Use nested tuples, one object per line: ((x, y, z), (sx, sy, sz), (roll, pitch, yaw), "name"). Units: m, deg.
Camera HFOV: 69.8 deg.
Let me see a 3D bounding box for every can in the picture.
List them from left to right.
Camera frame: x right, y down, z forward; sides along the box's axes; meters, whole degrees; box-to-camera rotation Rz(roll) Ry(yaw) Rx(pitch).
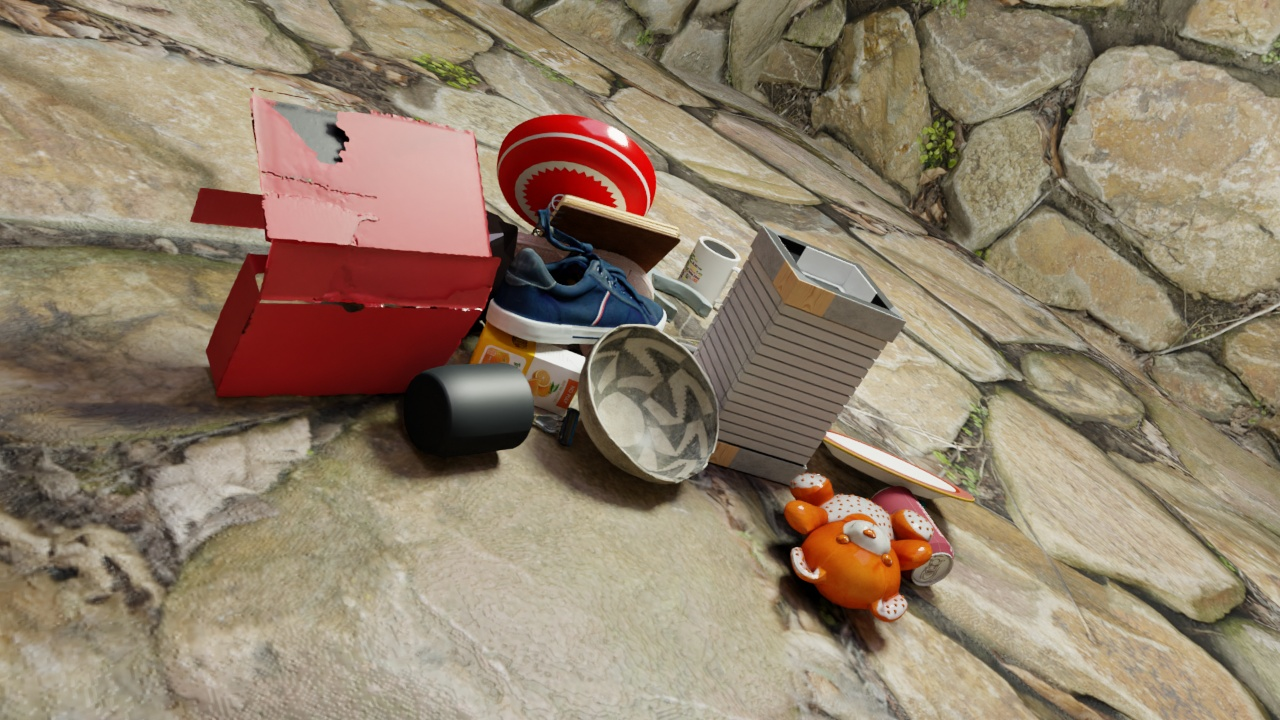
((0.313, 0.203, 1.071), (0.063, 0.063, 0.114), (15, 28, -26), "can")

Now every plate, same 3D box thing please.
((0.317, 0.138, 1.191), (0.230, 0.021, 0.229), (22, 5, -2), "plate")

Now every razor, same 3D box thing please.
((-0.137, 0.050, 0.961), (0.144, 0.022, 0.042), (20, 66, -8), "razor")

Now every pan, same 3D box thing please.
((-0.068, -0.192, 1.252), (0.209, 0.356, 0.067), (1, 58, 17), "pan")

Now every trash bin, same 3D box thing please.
((0.164, -0.002, 1.092), (0.142, 0.247, 0.142), (18, 27, -20), "trash bin")

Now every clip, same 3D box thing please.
((0.018, -0.107, 1.406), (0.174, 0.030, 0.158), (33, 24, 11), "clip")

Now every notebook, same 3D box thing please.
((-0.061, -0.152, 1.221), (0.167, 0.226, 0.024), (14, 73, -16), "notebook")

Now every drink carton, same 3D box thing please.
((-0.122, 0.010, 1.003), (0.122, 0.059, 0.040), (21, 26, -14), "drink carton")

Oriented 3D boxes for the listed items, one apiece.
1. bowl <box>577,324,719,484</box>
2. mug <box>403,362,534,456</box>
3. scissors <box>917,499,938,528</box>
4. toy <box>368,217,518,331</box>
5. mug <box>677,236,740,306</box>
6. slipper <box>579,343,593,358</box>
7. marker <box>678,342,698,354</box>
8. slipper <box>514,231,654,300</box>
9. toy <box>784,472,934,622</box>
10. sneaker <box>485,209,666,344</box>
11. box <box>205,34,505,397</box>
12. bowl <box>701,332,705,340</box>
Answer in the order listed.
((-0.005, 0.054, 0.990), (0.178, 0.081, 0.178), (22, 54, -34), "bowl")
((-0.176, 0.043, 0.874), (0.122, 0.085, 0.094), (12, 10, 42), "mug")
((0.349, 0.197, 1.171), (0.122, 0.019, 0.148), (-1, 32, -40), "scissors")
((-0.238, -0.115, 1.025), (0.183, 0.140, 0.159), (1, 61, -32), "toy")
((0.121, -0.136, 1.489), (0.105, 0.090, 0.073), (37, 27, 19), "mug")
((-0.007, 0.007, 1.132), (0.106, 0.056, 0.221), (7, 32, -34), "slipper")
((0.112, -0.002, 1.307), (0.138, 0.022, 0.016), (21, 32, -18), "marker")
((-0.092, -0.101, 1.195), (0.239, 0.094, 0.064), (16, 44, -15), "slipper")
((0.226, 0.192, 0.970), (0.164, 0.093, 0.172), (23, 27, 6), "toy")
((-0.055, -0.091, 1.071), (0.121, 0.127, 0.294), (29, 14, 30), "sneaker")
((-0.233, -0.098, 0.795), (0.210, 0.319, 0.121), (-1, 29, -43), "box")
((0.134, 0.011, 1.238), (0.120, 0.066, 0.120), (16, -6, 2), "bowl")
